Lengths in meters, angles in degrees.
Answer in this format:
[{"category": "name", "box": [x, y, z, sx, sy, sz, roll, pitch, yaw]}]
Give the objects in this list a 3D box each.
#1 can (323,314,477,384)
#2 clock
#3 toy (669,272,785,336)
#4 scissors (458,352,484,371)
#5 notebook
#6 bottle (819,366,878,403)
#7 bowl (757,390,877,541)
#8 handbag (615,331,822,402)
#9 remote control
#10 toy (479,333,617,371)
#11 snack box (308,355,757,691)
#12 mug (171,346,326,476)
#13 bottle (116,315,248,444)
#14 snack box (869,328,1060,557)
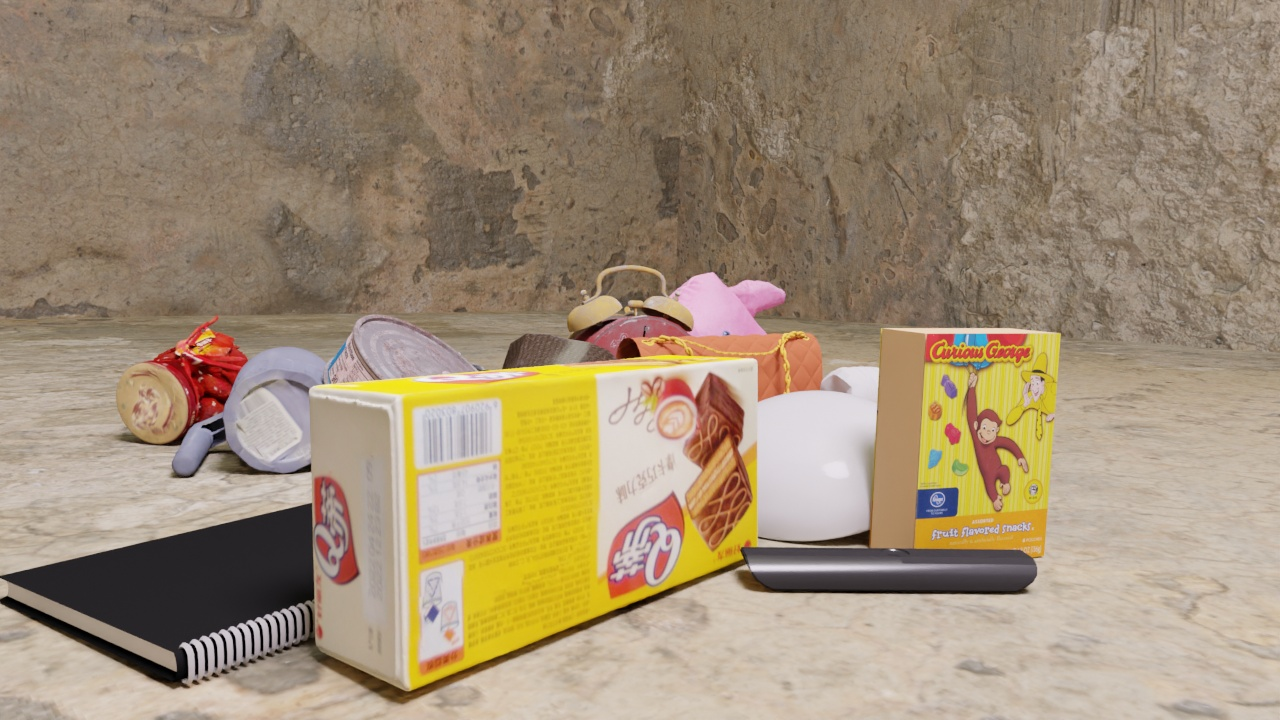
[{"category": "can", "box": [-0.173, 0.024, 0.703, 0.130, 0.044, 0.129, 37, 15, -12]}, {"category": "clock", "box": [-0.004, 0.004, 0.721, 0.117, 0.159, 0.081, -1, 1, -21]}, {"category": "toy", "box": [0.101, -0.012, 0.877, 0.187, 0.127, 0.265, -6, -24, 45]}, {"category": "scissors", "box": [-0.129, 0.038, 0.805, 0.141, 0.014, 0.175, -18, 40, -34]}, {"category": "notebook", "box": [-0.170, 0.100, 0.456, 0.149, 0.016, 0.206, 4, 6, 33]}, {"category": "bottle", "box": [0.201, 0.024, 0.699, 0.136, 0.044, 0.044, -3, 7, -27]}, {"category": "bowl", "box": [0.106, 0.054, 0.585, 0.149, 0.043, 0.149, -9, 24, 4]}, {"category": "handbag", "box": [0.065, 0.034, 0.688, 0.171, 0.109, 0.060, -3, 7, -34]}, {"category": "remote control", "box": [0.125, 0.105, 0.467, 0.147, 0.015, 0.033, 1, 6, -3]}, {"category": "toy", "box": [-0.065, 0.044, 0.596, 0.179, 0.078, 0.152, 9, 30, 10]}, {"category": "snack box", "box": [-0.032, 0.058, 0.424, 0.062, 0.110, 0.229, 3, 5, 40]}, {"category": "mug", "box": [-0.294, 0.045, 0.706, 0.123, 0.084, 0.104, -25, 15, -14]}, {"category": "bottle", "box": [-0.385, 0.019, 0.801, 0.099, 0.099, 0.111, 3, 11, 13]}, {"category": "snack box", "box": [0.181, 0.046, 0.514, 0.088, 0.126, 0.040, -1, 7, -20]}]
